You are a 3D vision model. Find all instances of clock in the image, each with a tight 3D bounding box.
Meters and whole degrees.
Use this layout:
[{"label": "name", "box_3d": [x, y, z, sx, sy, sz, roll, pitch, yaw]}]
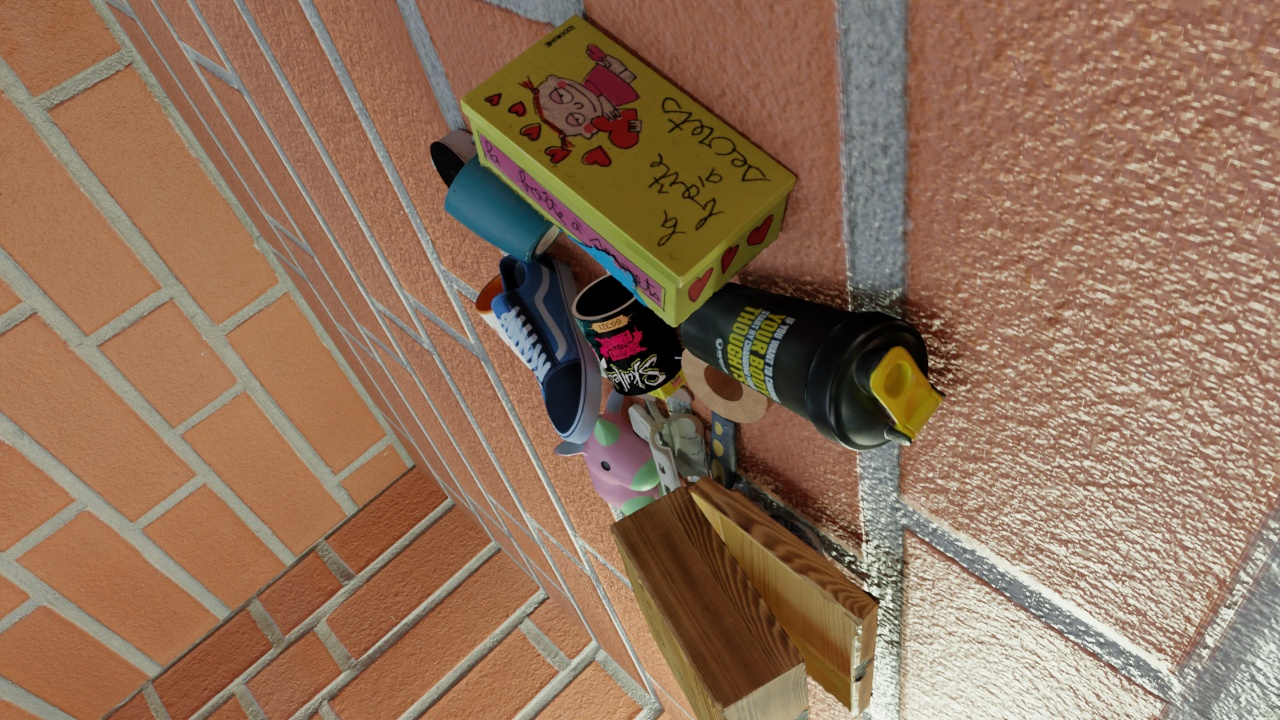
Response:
[{"label": "clock", "box_3d": [-0.198, -0.213, 1.043, 0.094, 0.035, 0.123, 57, 159, -19]}]

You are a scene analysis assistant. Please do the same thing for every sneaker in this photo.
[{"label": "sneaker", "box_3d": [-0.111, -0.017, 0.964, 0.084, 0.098, 0.241, -51, 42, 37]}]

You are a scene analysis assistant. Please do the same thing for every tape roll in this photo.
[{"label": "tape roll", "box_3d": [0.083, 0.012, 0.840, 0.094, 0.027, 0.094, 30, 144, 24]}]

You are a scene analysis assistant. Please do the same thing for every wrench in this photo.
[{"label": "wrench", "box_3d": [0.087, 0.071, 0.971, 0.073, 0.022, 0.274, 38, 157, 26]}]

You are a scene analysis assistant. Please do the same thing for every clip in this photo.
[{"label": "clip", "box_3d": [0.048, 0.103, 1.078, 0.126, 0.101, 0.152, 79, 177, -49]}]

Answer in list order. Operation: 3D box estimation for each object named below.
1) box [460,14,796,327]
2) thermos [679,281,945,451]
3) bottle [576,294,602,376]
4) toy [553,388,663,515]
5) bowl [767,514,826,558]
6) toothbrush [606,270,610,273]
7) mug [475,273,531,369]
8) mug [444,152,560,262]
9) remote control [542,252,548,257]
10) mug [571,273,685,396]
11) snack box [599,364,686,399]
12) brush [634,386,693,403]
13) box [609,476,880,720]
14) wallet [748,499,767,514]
[{"label": "box", "box_3d": [-0.010, -0.139, 0.664, 0.221, 0.124, 0.079, 43, 161, 22]}, {"label": "thermos", "box_3d": [0.120, -0.004, 0.682, 0.221, 0.098, 0.098, 26, 150, 54]}, {"label": "bottle", "box_3d": [-0.067, -0.027, 1.091, 0.043, 0.043, 0.111, 30, 154, 43]}, {"label": "toy", "box_3d": [-0.031, 0.134, 1.219, 0.171, 0.120, 0.222, 45, 164, -3]}, {"label": "bowl", "box_3d": [0.168, 0.208, 1.014, 0.114, 0.045, 0.114, 41, 158, 20]}, {"label": "toothbrush", "box_3d": [-0.041, -0.116, 0.916, 0.022, 0.015, 0.155, -2, 136, 20]}, {"label": "mug", "box_3d": [-0.137, -0.052, 1.115, 0.082, 0.082, 0.105, 20, 153, 54]}, {"label": "mug", "box_3d": [-0.135, -0.153, 0.961, 0.104, 0.084, 0.112, 38, 171, 6]}, {"label": "remote control", "box_3d": [-0.118, -0.126, 1.061, 0.032, 0.015, 0.136, 23, 149, 51]}, {"label": "mug", "box_3d": [0.004, -0.029, 0.904, 0.118, 0.081, 0.098, -5, 128, 33]}, {"label": "snack box", "box_3d": [-0.006, 0.006, 1.025, 0.148, 0.040, 0.029, 19, 145, 55]}, {"label": "brush", "box_3d": [0.016, 0.027, 1.059, 0.136, 0.015, 0.050, 13, 139, 50]}, {"label": "box", "box_3d": [0.112, 0.281, 1.000, 0.251, 0.192, 0.279, 52, 166, 40]}, {"label": "wallet", "box_3d": [0.126, 0.211, 1.120, 0.115, 0.037, 0.118, 8, 131, 61]}]
